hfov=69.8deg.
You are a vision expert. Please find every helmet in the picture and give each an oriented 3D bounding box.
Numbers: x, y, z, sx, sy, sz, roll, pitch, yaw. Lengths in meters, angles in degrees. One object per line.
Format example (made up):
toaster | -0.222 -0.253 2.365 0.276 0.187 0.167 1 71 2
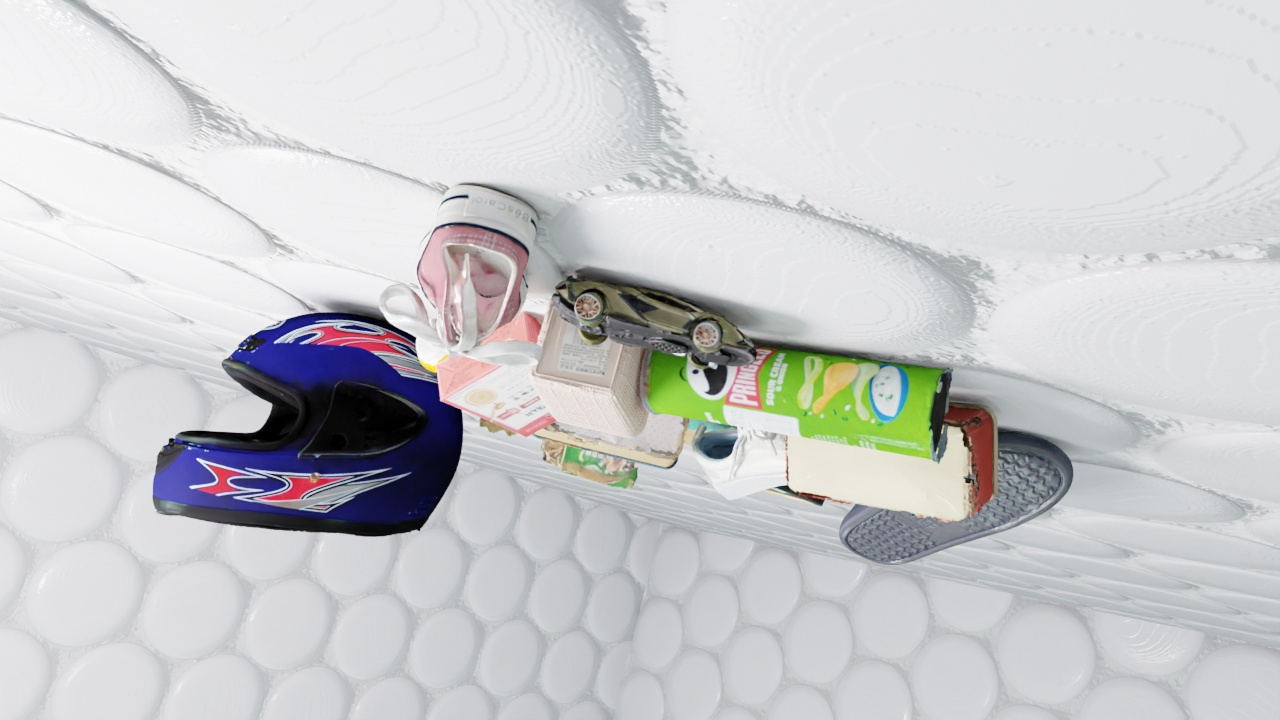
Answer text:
helmet | -0.356 0.064 1.027 0.315 0.240 0.248 9 173 -28

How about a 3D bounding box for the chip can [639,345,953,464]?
chip can | 0.119 0.026 0.721 0.236 0.072 0.072 9 166 27

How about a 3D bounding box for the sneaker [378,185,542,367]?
sneaker | -0.124 -0.044 0.653 0.118 0.087 0.241 17 167 -11

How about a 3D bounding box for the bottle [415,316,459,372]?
bottle | -0.174 -0.007 0.935 0.063 0.063 0.108 5 164 38

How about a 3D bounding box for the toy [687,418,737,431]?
toy | 0.076 0.070 1.068 0.092 0.030 0.096 8 172 38

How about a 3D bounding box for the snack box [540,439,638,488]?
snack box | -0.052 0.076 1.089 0.117 0.118 0.105 16 180 -5

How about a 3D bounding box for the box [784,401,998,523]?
box | 0.203 0.081 0.770 0.169 0.091 0.080 4 -167 41

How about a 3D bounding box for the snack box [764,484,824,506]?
snack box | 0.203 0.164 1.309 0.113 0.053 0.126 24 170 -36

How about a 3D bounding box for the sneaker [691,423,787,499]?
sneaker | 0.144 0.080 0.935 0.091 0.089 0.243 50 144 -15

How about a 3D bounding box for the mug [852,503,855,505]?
mug | 0.274 0.137 1.050 0.124 0.084 0.103 37 -176 41

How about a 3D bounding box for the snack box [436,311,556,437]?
snack box | -0.113 0.016 0.893 0.113 0.044 0.127 -29 146 22

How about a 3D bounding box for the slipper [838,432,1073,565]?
slipper | 0.298 0.122 0.907 0.110 0.083 0.269 31 141 -11

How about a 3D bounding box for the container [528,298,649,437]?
container | -0.038 0.004 0.772 0.090 0.089 0.111 12 165 12

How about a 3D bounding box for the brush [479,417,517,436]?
brush | -0.087 0.065 1.165 0.254 0.083 0.046 8 166 -5

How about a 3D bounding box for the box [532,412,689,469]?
box | -0.026 0.058 0.994 0.184 0.089 0.059 17 162 -4

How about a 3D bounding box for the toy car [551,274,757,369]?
toy car | 0.011 -0.026 0.682 0.158 0.042 0.070 16 168 1

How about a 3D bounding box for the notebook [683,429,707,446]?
notebook | 0.104 0.105 1.239 0.147 0.008 0.208 25 164 -39
